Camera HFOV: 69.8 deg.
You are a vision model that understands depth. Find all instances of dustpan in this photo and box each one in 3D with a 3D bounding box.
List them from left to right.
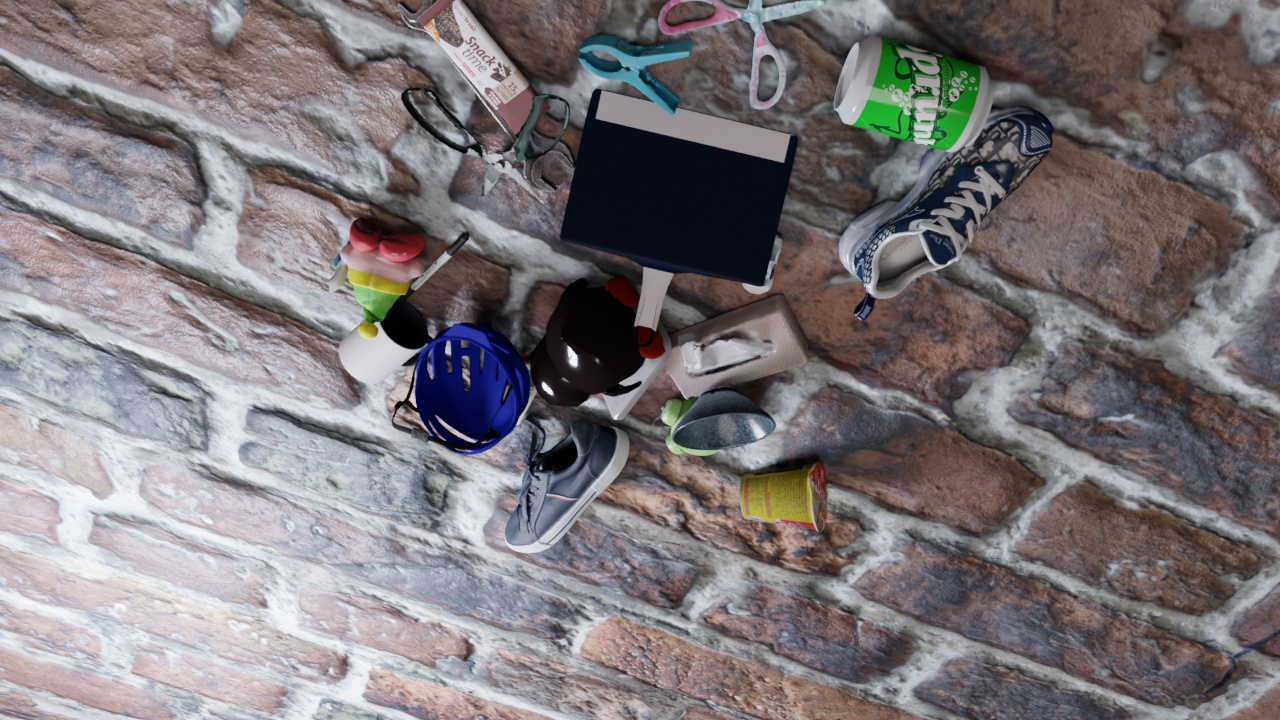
[{"bbox_3d":[0.031,-0.146,1.065,0.236,0.080,0.273,13,95,-1],"label":"dustpan"}]

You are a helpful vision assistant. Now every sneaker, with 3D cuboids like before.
[{"bbox_3d":[-0.147,0.181,1.369,0.127,0.120,0.295,23,128,-26],"label":"sneaker"},{"bbox_3d":[0.328,-0.151,0.987,0.103,0.132,0.270,37,125,-18],"label":"sneaker"}]

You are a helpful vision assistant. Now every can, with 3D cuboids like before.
[{"bbox_3d":[0.274,-0.268,0.926,0.140,0.087,0.088,14,131,-3],"label":"can"}]

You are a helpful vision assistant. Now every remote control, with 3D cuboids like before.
[{"bbox_3d":[-0.171,0.046,1.314,0.038,0.018,0.126,23,129,-10],"label":"remote control"},{"bbox_3d":[-0.007,0.007,1.220,0.019,0.074,0.151,2,140,-36],"label":"remote control"}]

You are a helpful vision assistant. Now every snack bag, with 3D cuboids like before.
[{"bbox_3d":[-0.167,-0.320,0.991,0.057,0.013,0.158,-27,121,26],"label":"snack bag"}]

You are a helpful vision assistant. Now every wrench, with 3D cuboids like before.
[{"bbox_3d":[-0.169,-0.300,1.025,0.070,0.010,0.273,-24,122,27],"label":"wrench"}]

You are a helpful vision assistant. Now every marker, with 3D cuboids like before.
[{"bbox_3d":[-0.269,-0.120,1.193,0.011,0.011,0.152,39,125,-22],"label":"marker"}]

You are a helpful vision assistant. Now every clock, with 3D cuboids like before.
[{"bbox_3d":[0.077,0.093,1.295,0.119,0.042,0.094,-3,128,13],"label":"clock"}]

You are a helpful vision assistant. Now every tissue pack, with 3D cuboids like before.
[{"bbox_3d":[0.115,-0.012,1.187,0.182,0.071,0.104,-16,126,26],"label":"tissue pack"}]

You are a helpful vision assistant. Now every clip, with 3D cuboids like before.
[{"bbox_3d":[-0.007,-0.318,0.965,0.116,0.026,0.097,17,138,0],"label":"clip"}]

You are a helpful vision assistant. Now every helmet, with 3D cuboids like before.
[{"bbox_3d":[-0.238,0.063,1.202,0.148,0.227,0.242,18,131,7],"label":"helmet"}]

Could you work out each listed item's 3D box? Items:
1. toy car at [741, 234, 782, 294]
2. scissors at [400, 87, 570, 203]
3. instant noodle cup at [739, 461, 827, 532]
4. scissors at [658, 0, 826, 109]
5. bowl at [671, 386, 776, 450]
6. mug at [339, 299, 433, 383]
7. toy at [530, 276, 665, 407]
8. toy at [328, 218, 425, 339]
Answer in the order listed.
[{"bbox_3d":[0.147,-0.116,1.116,0.039,0.027,0.090,8,131,0],"label":"toy car"},{"bbox_3d":[-0.174,-0.261,1.035,0.205,0.015,0.202,33,140,-12],"label":"scissors"},{"bbox_3d":[0.208,0.199,1.337,0.113,0.100,0.100,-5,129,24],"label":"instant noodle cup"},{"bbox_3d":[0.107,-0.337,0.946,0.171,0.013,0.177,-7,127,13],"label":"scissors"},{"bbox_3d":[0.106,0.070,1.211,0.137,0.057,0.137,-5,156,-2],"label":"bowl"},{"bbox_3d":[-0.337,-0.021,1.254,0.097,0.078,0.111,-34,145,32],"label":"mug"},{"bbox_3d":[-0.085,-0.004,1.179,0.185,0.139,0.159,-41,72,46],"label":"toy"},{"bbox_3d":[-0.340,-0.105,1.162,0.124,0.096,0.132,16,129,0],"label":"toy"}]
